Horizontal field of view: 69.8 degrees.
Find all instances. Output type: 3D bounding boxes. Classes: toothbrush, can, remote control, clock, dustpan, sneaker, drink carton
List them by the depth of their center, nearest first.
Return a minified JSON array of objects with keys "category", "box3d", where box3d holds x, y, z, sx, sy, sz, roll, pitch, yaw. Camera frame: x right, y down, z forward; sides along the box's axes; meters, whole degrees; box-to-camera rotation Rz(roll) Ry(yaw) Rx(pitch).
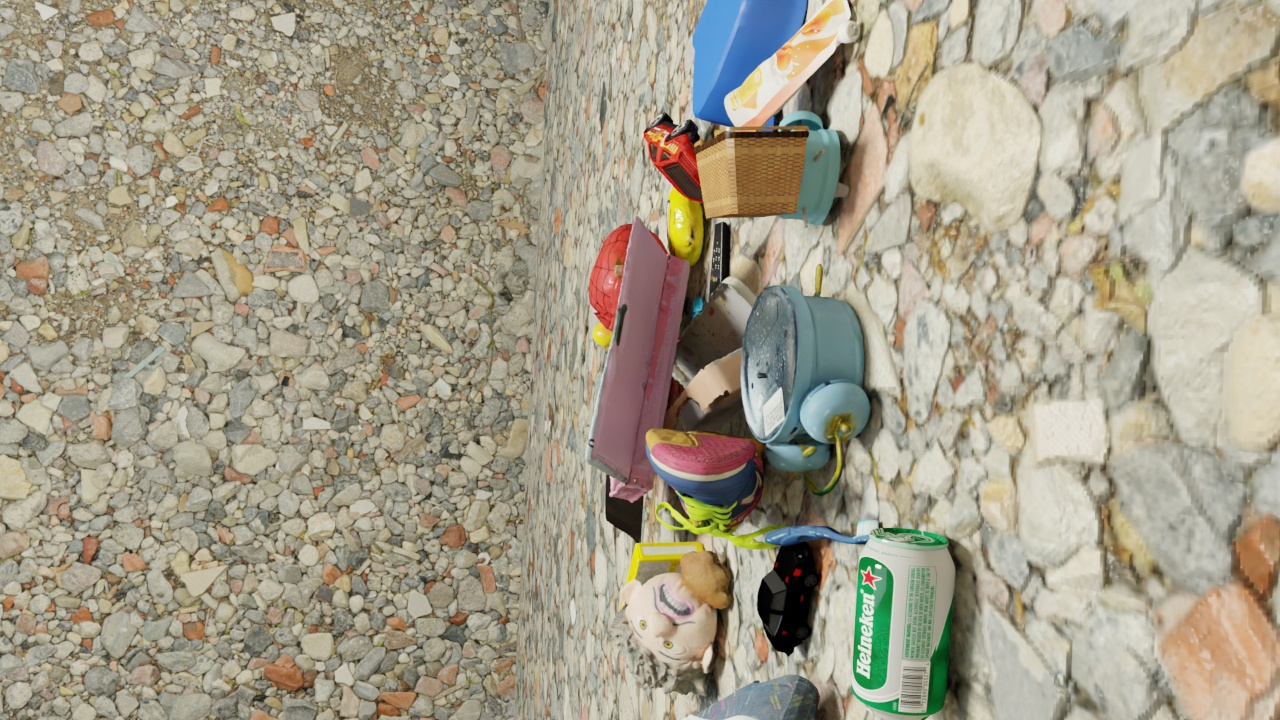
[{"category":"can","box3d":[0.148,0.149,0.520,0.053,0.053,0.101,-166,79,-77]},{"category":"toothbrush","box3d":[0.128,0.125,0.658,0.133,0.021,0.016,-23,52,62]},{"category":"clock","box3d":[0.118,0.019,0.672,0.118,0.060,0.161,117,152,-62]},{"category":"drink carton","box3d":[0.121,-0.234,0.723,0.122,0.039,0.069,-41,35,38]},{"category":"clock","box3d":[0.128,-0.151,0.727,0.123,0.042,0.087,-101,18,-64]},{"category":"sneaker","box3d":[0.062,0.105,0.731,0.241,0.116,0.091,19,-100,-75]},{"category":"sneaker","box3d":[0.091,0.298,0.736,0.079,0.087,0.236,-55,-5,-24]},{"category":"dustpan","box3d":[0.094,-0.269,0.849,0.246,0.059,0.257,121,159,-64]},{"category":"remote control","box3d":[0.082,-0.082,0.961,0.039,0.010,0.124,-173,86,-77]}]

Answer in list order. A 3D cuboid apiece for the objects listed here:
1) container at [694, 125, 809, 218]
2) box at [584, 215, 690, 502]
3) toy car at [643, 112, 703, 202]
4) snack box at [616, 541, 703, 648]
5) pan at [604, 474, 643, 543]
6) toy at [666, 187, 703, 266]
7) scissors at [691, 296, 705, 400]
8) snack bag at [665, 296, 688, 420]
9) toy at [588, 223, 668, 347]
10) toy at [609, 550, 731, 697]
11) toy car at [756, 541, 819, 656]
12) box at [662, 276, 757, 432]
[{"category":"container","box3d":[0.081,-0.140,0.693,0.114,0.063,0.061,-143,50,-79]},{"category":"box","box3d":[0.004,0.006,0.855,0.179,0.059,0.232,72,-153,-72]},{"category":"toy car","box3d":[0.047,-0.211,0.964,0.056,0.081,0.189,-41,22,7]},{"category":"snack box","box3d":[0.019,0.261,1.014,0.025,0.075,0.153,-106,23,-52]},{"category":"pan","box3d":[-0.013,0.106,1.109,0.356,0.043,0.248,92,-178,-74]},{"category":"toy","box3d":[0.050,-0.153,1.052,0.094,0.041,0.095,-107,14,-66]},{"category":"scissors","box3d":[0.060,-0.004,1.009,0.110,0.015,0.132,-113,27,-86]},{"category":"snack bag","box3d":[0.043,0.000,1.077,0.087,0.044,0.155,114,163,-80]},{"category":"toy","box3d":[-0.006,-0.087,1.083,0.216,0.099,0.147,56,-140,-86]},{"category":"toy","box3d":[0.033,0.264,0.920,0.133,0.076,0.176,36,115,22]},{"category":"toy car","box3d":[0.112,0.181,0.713,0.042,0.036,0.092,-127,41,-71]},{"category":"box","box3d":[0.060,0.023,0.855,0.107,0.094,0.217,-55,-1,-23]}]
